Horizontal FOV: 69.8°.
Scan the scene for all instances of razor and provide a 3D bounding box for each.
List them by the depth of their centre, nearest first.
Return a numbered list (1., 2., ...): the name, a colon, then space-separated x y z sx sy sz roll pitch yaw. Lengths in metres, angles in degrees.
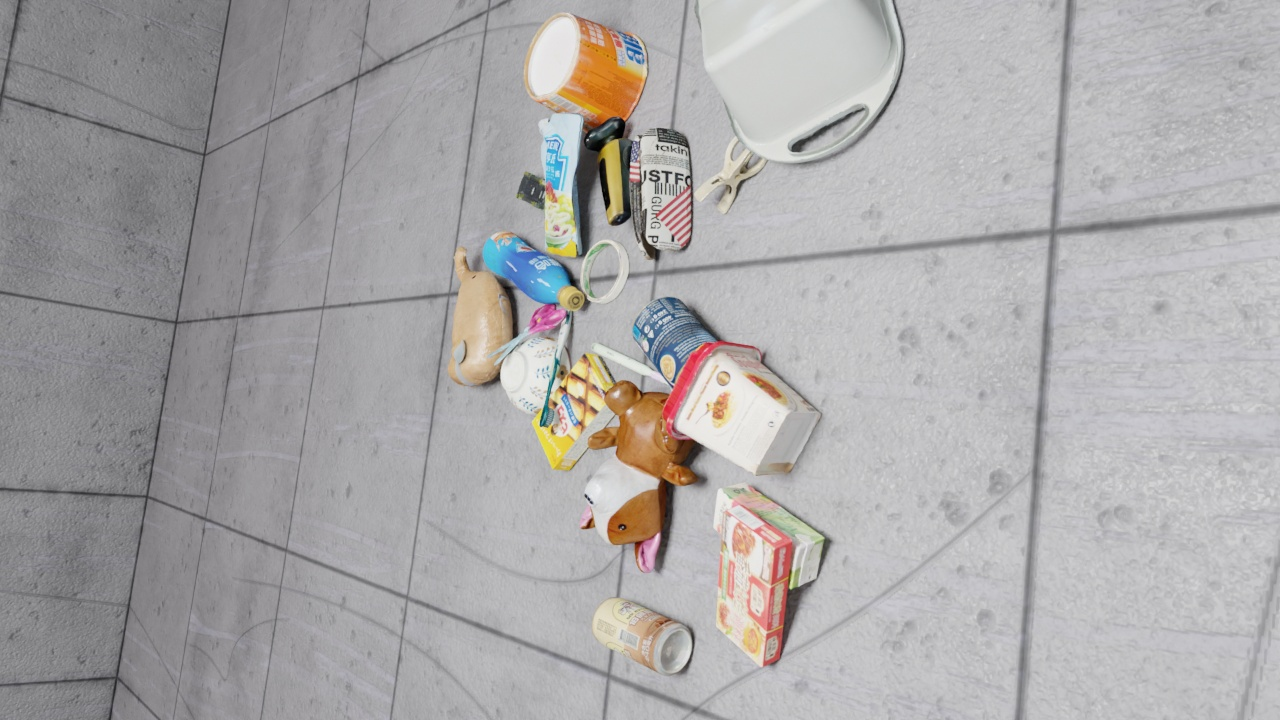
1. razor: -0.037 -0.244 1.192 0.062 0.067 0.167 122 149 -51

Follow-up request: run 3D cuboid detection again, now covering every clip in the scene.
1. clip: 0.109 -0.217 1.060 0.100 0.071 0.034 -53 48 18

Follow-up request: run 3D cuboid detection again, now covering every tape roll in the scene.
1. tape roll: -0.049 -0.119 1.228 0.086 0.013 0.085 -13 72 45

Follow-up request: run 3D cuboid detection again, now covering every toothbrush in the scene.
1. toothbrush: -0.007 0.007 1.149 0.190 0.020 0.029 26 101 49
2. toothbrush: -0.110 0.007 1.232 0.016 0.018 0.191 -32 39 49

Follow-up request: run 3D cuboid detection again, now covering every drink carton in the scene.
1. drink carton: 0.131 0.176 0.938 0.122 0.045 0.054 31 123 47

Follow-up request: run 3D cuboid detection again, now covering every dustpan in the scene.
1. dustpan: 0.177 -0.348 1.010 0.223 0.142 0.257 -24 35 30

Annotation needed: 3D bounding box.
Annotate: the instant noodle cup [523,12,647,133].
1. instant noodle cup: -0.080 -0.395 1.253 0.152 0.111 0.151 -13 72 46

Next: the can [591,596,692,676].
1. can: 0.001 0.312 1.042 0.116 0.058 0.058 8 87 48

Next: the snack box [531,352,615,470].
1. snack box: -0.084 0.069 1.211 0.141 0.033 0.087 -52 47 28

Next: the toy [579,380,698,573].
1. toy: -0.008 0.133 1.055 0.140 0.130 0.200 36 117 40

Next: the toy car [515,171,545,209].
1. toy car: -0.150 -0.247 1.350 0.091 0.036 0.043 33 107 44

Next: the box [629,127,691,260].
1. box: 0.015 -0.207 1.152 0.088 0.076 0.162 152 118 -66

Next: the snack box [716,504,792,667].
1. snack box: 0.112 0.226 0.920 0.075 0.025 0.153 33 131 46

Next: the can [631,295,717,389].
1. can: 0.046 -0.015 1.055 0.075 0.075 0.111 -57 46 22

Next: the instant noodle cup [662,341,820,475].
1. instant noodle cup: 0.108 0.054 0.954 0.124 0.116 0.117 35 108 33

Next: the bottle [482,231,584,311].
1. bottle: -0.149 -0.122 1.300 0.219 0.065 0.065 36 108 46

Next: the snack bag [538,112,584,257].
1. snack bag: -0.109 -0.242 1.259 0.110 0.038 0.191 -149 55 -61

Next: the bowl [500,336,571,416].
1. bowl: -0.155 0.020 1.278 0.114 0.062 0.113 -13 72 47

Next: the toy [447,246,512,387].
1. toy: -0.245 -0.072 1.383 0.144 0.082 0.225 -19 66 42

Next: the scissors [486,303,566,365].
1. scissors: -0.160 -0.042 1.282 0.134 0.017 0.113 -30 28 11
